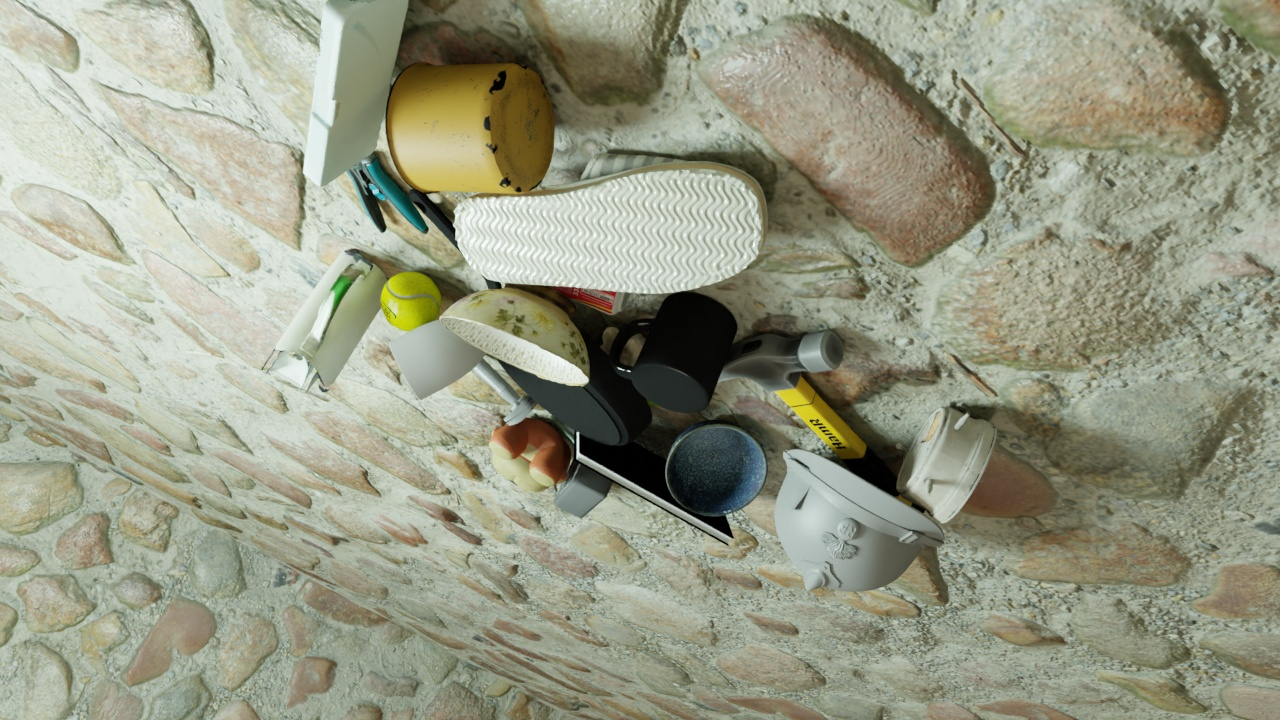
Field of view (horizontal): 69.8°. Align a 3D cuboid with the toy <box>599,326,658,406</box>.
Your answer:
[{"bbox_3d":[-0.006,0.006,0.971,0.092,0.043,0.118,8,143,32],"label":"toy"}]

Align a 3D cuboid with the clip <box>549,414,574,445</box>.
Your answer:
[{"bbox_3d":[-0.084,0.092,1.150,0.076,0.023,0.043,40,164,37],"label":"clip"}]

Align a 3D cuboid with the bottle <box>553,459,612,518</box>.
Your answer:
[{"bbox_3d":[-0.075,0.160,1.221,0.046,0.083,0.174,28,150,-7],"label":"bottle"}]

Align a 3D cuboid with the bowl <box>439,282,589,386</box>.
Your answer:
[{"bbox_3d":[-0.104,-0.034,0.838,0.145,0.063,0.145,21,168,5],"label":"bowl"}]

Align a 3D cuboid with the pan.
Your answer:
[{"bbox_3d":[-0.124,-0.032,0.957,0.355,0.044,0.204,49,158,-27],"label":"pan"}]

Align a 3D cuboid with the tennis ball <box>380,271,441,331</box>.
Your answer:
[{"bbox_3d":[-0.251,-0.065,1.007,0.065,0.065,0.065,17,149,11],"label":"tennis ball"}]

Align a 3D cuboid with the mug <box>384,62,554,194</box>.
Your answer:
[{"bbox_3d":[-0.123,-0.176,0.721,0.094,0.100,0.123,7,168,24],"label":"mug"}]

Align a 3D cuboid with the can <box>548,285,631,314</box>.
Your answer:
[{"bbox_3d":[-0.057,-0.087,0.839,0.105,0.064,0.064,21,150,5],"label":"can"}]

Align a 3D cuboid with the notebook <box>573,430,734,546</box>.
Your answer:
[{"bbox_3d":[0.012,0.136,1.096,0.206,0.016,0.149,31,-168,-11],"label":"notebook"}]

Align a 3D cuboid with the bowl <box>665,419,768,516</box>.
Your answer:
[{"bbox_3d":[0.083,0.114,1.046,0.114,0.060,0.114,-1,109,-4],"label":"bowl"}]

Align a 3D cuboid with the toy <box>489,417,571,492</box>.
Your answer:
[{"bbox_3d":[-0.139,0.119,1.187,0.112,0.096,0.176,32,-177,1],"label":"toy"}]

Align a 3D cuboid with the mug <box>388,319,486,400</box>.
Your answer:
[{"bbox_3d":[-0.215,-0.009,1.005,0.071,0.089,0.107,63,173,-4],"label":"mug"}]

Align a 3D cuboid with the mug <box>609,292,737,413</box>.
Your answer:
[{"bbox_3d":[0.026,-0.009,0.880,0.114,0.087,0.078,8,146,26],"label":"mug"}]

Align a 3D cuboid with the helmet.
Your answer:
[{"bbox_3d":[0.204,0.187,0.953,0.183,0.117,0.271,30,173,13],"label":"helmet"}]

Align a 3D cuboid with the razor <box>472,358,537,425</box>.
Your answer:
[{"bbox_3d":[-0.176,0.024,1.108,0.116,0.047,0.088,45,-179,-3],"label":"razor"}]

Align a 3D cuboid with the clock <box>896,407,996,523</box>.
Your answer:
[{"bbox_3d":[0.279,0.095,0.875,0.061,0.103,0.157,27,176,7],"label":"clock"}]

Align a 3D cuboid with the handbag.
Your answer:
[{"bbox_3d":[-0.333,-0.049,1.005,0.074,0.151,0.176,33,148,-17],"label":"handbag"}]

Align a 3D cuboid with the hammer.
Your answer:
[{"bbox_3d":[0.203,0.080,0.958,0.170,0.034,0.324,-10,137,46],"label":"hammer"}]

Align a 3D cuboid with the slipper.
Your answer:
[{"bbox_3d":[-0.029,-0.111,0.759,0.273,0.053,0.114,-2,114,21],"label":"slipper"}]

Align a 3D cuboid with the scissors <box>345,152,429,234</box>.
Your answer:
[{"bbox_3d":[-0.262,-0.171,0.895,0.155,0.019,0.125,34,147,-14],"label":"scissors"}]

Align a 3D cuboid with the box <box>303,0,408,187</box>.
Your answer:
[{"bbox_3d":[-0.215,-0.228,0.676,0.074,0.126,0.198,-4,159,-26],"label":"box"}]
